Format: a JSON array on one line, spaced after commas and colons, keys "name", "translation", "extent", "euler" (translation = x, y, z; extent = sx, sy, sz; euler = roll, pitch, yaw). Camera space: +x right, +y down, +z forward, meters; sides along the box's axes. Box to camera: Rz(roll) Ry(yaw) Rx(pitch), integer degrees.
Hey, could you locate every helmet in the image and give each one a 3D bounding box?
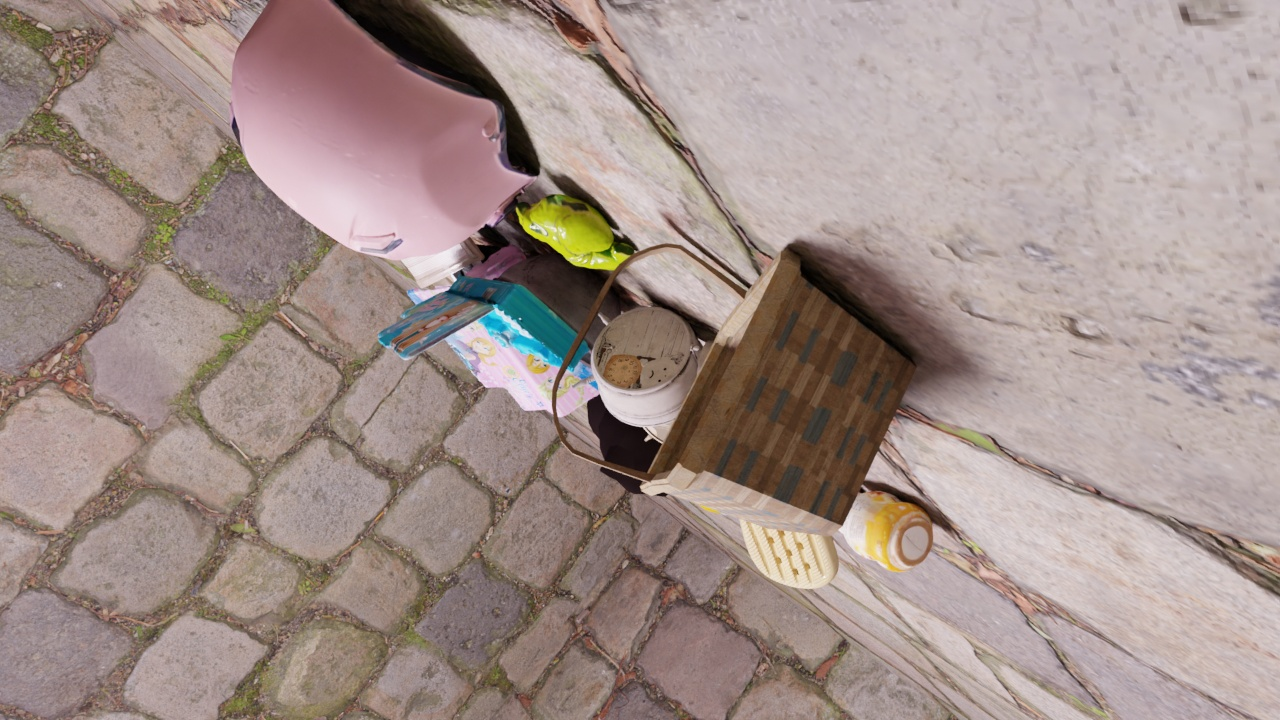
[{"name": "helmet", "translation": [-0.206, -0.166, 0.708], "extent": [0.230, 0.152, 0.255], "euler": [37, 177, -10]}]

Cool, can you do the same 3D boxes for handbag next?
[{"name": "handbag", "translation": [-0.215, -0.166, 0.923], "extent": [0.198, 0.062, 0.175], "euler": [-2, 131, 51]}]

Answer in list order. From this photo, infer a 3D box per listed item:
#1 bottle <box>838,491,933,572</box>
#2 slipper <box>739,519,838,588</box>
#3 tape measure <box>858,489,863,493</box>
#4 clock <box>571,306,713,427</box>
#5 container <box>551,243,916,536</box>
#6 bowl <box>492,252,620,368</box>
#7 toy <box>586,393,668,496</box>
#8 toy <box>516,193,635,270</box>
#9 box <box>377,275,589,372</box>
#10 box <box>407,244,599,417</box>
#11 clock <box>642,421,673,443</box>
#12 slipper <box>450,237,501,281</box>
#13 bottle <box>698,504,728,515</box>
[{"name": "bottle", "translation": [0.213, 0.150, 0.840], "extent": [0.063, 0.063, 0.109], "euler": [43, 168, -28]}, {"name": "slipper", "translation": [0.172, 0.167, 1.058], "extent": [0.111, 0.079, 0.262], "euler": [8, 138, 30]}, {"name": "tape measure", "translation": [0.201, 0.143, 0.932], "extent": [0.059, 0.038, 0.058], "euler": [44, 169, -28]}, {"name": "clock", "translation": [0.025, 0.002, 0.803], "extent": [0.157, 0.103, 0.061], "euler": [7, 150, 22]}, {"name": "container", "translation": [0.044, 0.019, 0.611], "extent": [0.186, 0.157, 0.250], "euler": [27, 170, 1]}, {"name": "bowl", "translation": [-0.072, -0.058, 0.922], "extent": [0.145, 0.067, 0.145], "euler": [37, 171, 7]}, {"name": "toy", "translation": [-0.016, 0.082, 1.168], "extent": [0.184, 0.140, 0.159], "euler": [-136, 38, -55]}, {"name": "toy", "translation": [-0.050, -0.099, 0.729], "extent": [0.094, 0.036, 0.093], "euler": [13, 160, 12]}, {"name": "box", "translation": [-0.158, -0.042, 0.872], "extent": [0.170, 0.085, 0.227], "euler": [5, -175, -24]}, {"name": "box", "translation": [-0.152, -0.017, 1.076], "extent": [0.062, 0.161, 0.230], "euler": [-92, -23, -47]}, {"name": "clock", "translation": [0.038, 0.032, 0.896], "extent": [0.093, 0.054, 0.141], "euler": [14, 132, 19]}, {"name": "slipper", "translation": [-0.195, -0.127, 1.095], "extent": [0.111, 0.063, 0.264], "euler": [22, 150, 48]}, {"name": "bottle", "translation": [0.081, 0.123, 1.075], "extent": [0.071, 0.071, 0.164], "euler": [30, 153, 44]}]
